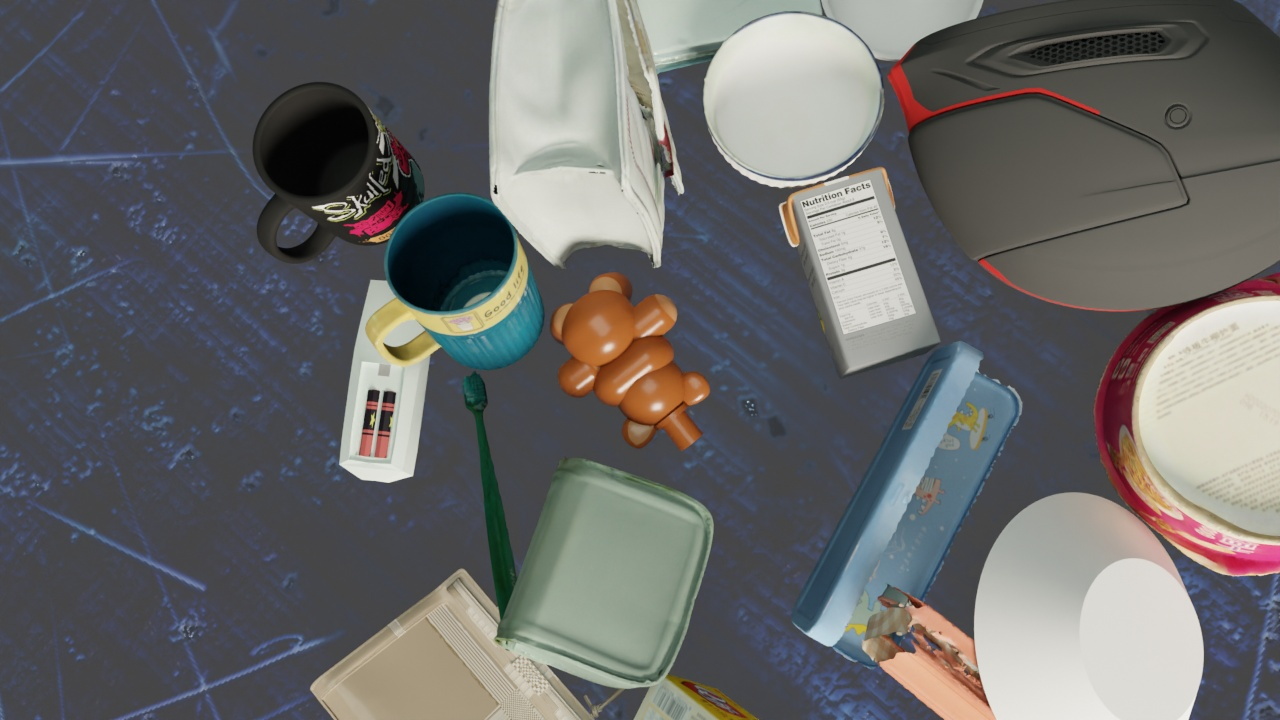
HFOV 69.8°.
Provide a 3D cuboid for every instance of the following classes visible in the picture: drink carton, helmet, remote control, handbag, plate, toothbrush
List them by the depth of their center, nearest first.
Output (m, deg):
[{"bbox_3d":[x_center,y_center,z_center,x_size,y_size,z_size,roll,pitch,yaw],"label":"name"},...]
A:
[{"bbox_3d":[0.279,0.164,0.536,0.173,0.036,0.173,5,77,-20],"label":"plate"},{"bbox_3d":[0.288,-0.114,0.551,0.265,0.164,0.170,-2,93,15],"label":"helmet"},{"bbox_3d":[-0.026,-0.143,0.570,0.096,0.198,0.142,1,83,8],"label":"handbag"},{"bbox_3d":[-0.022,0.134,0.575,0.106,0.067,0.121,22,66,-4],"label":"handbag"},{"bbox_3d":[-0.077,0.209,0.598,0.197,0.062,0.175,-42,78,-10],"label":"handbag"},{"bbox_3d":[-0.098,0.096,0.612,0.016,0.017,0.189,-10,69,-10],"label":"toothbrush"},{"bbox_3d":[0.146,-0.058,0.614,0.076,0.048,0.124,-17,80,3],"label":"drink carton"},{"bbox_3d":[-0.178,0.013,0.647,0.049,0.024,0.143,5,82,6],"label":"remote control"}]

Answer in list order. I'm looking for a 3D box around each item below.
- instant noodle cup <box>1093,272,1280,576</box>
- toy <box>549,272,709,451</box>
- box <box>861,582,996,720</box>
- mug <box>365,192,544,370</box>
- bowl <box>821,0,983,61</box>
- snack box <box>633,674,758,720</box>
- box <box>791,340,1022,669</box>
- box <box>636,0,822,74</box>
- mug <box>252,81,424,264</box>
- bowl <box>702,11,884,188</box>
[{"bbox_3d":[0.362,0.035,0.534,0.179,0.077,0.178,-3,83,27],"label":"instant noodle cup"},{"bbox_3d":[-0.004,0.004,0.621,0.095,0.065,0.127,-39,88,7],"label":"toy"},{"bbox_3d":[0.214,0.194,0.546,0.188,0.058,0.062,41,54,-12],"label":"box"},{"bbox_3d":[-0.123,-0.039,0.600,0.113,0.107,0.083,-37,73,-9],"label":"mug"},{"bbox_3d":[0.179,-0.253,0.644,0.110,0.040,0.110,-1,81,5],"label":"bowl"},{"bbox_3d":[0.042,0.251,0.544,0.106,0.061,0.083,19,80,53],"label":"snack box"},{"bbox_3d":[0.173,0.093,0.577,0.078,0.074,0.209,29,85,5],"label":"box"},{"bbox_3d":[0.027,-0.244,0.656,0.199,0.066,0.083,-11,61,2],"label":"box"},{"bbox_3d":[-0.216,-0.118,0.633,0.082,0.098,0.118,37,86,9],"label":"mug"},{"bbox_3d":[0.102,-0.169,0.628,0.118,0.062,0.118,-1,81,5],"label":"bowl"}]
